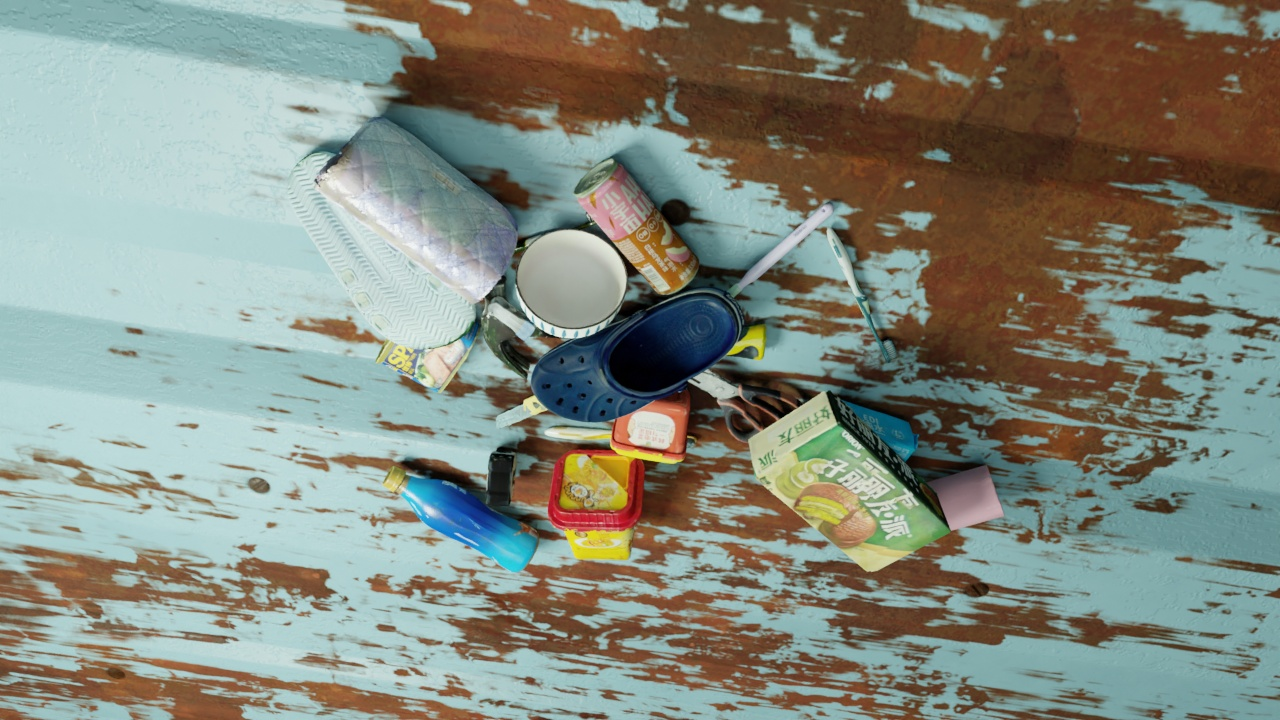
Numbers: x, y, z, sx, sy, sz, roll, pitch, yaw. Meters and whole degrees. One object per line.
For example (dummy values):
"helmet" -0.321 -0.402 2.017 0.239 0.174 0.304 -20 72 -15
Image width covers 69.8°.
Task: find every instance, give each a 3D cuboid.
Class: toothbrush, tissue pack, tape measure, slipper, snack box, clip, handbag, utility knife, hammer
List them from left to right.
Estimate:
"slipper" -0.274 -0.115 0.975 0.104 0.074 0.245 -38 95 15
"handbag" -0.215 -0.154 0.912 0.194 0.134 0.076 36 122 -20
"tape measure" -0.176 0.146 1.166 0.033 0.066 0.066 6 99 -3
"clip" -0.143 -0.048 1.014 0.058 0.041 0.026 35 122 -17
"toothbrush" -0.121 -0.130 0.995 0.186 0.012 0.017 -17 116 17
"utility knife" -0.097 0.042 1.119 0.199 0.020 0.031 -21 115 24
"toothbrush" -0.026 0.097 1.145 0.191 0.018 0.016 3 124 3
"hammer" -0.020 -0.028 1.048 0.323 0.031 0.126 5 126 2
"slipper" -0.006 0.006 0.982 0.253 0.095 0.105 -24 101 20
"snack box" 0.015 0.071 1.087 0.091 0.081 0.080 10 116 -1
"toothbrush" 0.130 -0.102 0.976 0.189 0.029 0.021 -41 158 20
"snack box" 0.238 0.142 1.040 0.115 0.063 0.240 -35 123 23
"tissue pack" 0.250 0.099 1.088 0.140 0.063 0.090 17 127 -15
"toothbrush" 0.243 -0.070 1.002 0.018 0.016 0.192 -26 120 10

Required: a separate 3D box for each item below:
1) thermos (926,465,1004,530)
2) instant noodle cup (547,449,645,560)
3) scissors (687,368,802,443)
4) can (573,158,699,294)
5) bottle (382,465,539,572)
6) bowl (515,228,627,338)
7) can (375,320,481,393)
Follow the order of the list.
"thermos" 0.350 0.194 1.157 0.199 0.067 0.087 -22 150 19
"instant noodle cup" -0.051 0.189 1.164 0.116 0.116 0.124 0 137 5
"scissors" 0.097 0.047 1.079 0.205 0.015 0.198 -1 135 -1
"can" -0.002 -0.136 0.951 0.058 0.057 0.147 -31 118 24
"bottle" -0.238 0.205 1.214 0.218 0.065 0.065 34 122 -18
"bowl" -0.075 -0.074 0.975 0.116 0.116 0.066 12 158 -3
"can" -0.244 -0.021 1.058 0.083 0.057 0.102 30 123 -18
